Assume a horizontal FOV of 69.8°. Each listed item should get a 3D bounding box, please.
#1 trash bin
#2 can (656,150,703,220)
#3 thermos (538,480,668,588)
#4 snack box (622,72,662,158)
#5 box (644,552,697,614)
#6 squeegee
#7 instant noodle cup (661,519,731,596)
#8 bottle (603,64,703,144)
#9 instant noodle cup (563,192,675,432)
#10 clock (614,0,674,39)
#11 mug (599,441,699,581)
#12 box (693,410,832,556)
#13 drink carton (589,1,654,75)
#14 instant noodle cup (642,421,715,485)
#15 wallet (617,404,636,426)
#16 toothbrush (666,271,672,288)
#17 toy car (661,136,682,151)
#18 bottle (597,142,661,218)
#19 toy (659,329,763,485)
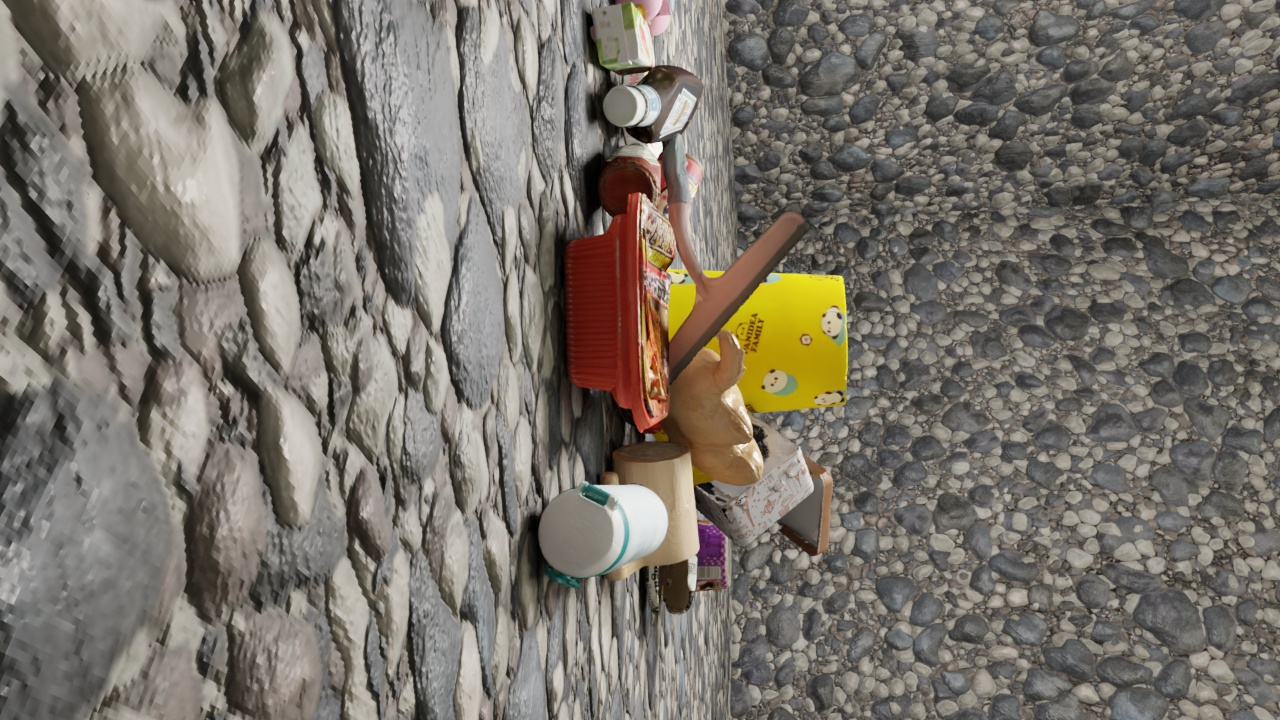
[{"bbox_3d":[0.159,-0.026,1.306,0.229,0.255,0.229,-1,89,-81],"label":"trash bin"},{"bbox_3d":[0.021,-0.156,0.984,0.053,0.053,0.132,68,41,-66],"label":"can"},{"bbox_3d":[-0.027,0.132,0.713,0.224,0.073,0.073,39,51,-78],"label":"thermos"},{"bbox_3d":[0.003,-0.266,1.080,0.157,0.027,0.084,73,18,-62],"label":"snack box"},{"bbox_3d":[0.022,0.223,1.109,0.075,0.080,0.163,149,-57,-64],"label":"box"},{"bbox_3d":[0.043,-0.134,0.866,0.248,0.040,0.249,-51,-143,42],"label":"squeegee"},{"bbox_3d":[0.069,0.255,1.203,0.111,0.099,0.111,-1,89,-83],"label":"instant noodle cup"},{"bbox_3d":[0.012,-0.259,0.929,0.080,0.044,0.194,-63,171,23],"label":"bottle"},{"bbox_3d":[-0.014,-0.037,0.768,0.164,0.079,0.189,-1,88,-81],"label":"instant noodle cup"},{"bbox_3d":[0.004,-0.418,1.001,0.117,0.060,0.158,-24,111,-82],"label":"clock"},{"bbox_3d":[0.002,0.144,0.895,0.124,0.084,0.103,-18,107,-53],"label":"mug"},{"bbox_3d":[0.145,0.172,1.209,0.183,0.156,0.192,36,-25,53],"label":"box"},{"bbox_3d":[-0.017,-0.308,0.889,0.122,0.045,0.053,-59,142,-75],"label":"drink carton"},{"bbox_3d":[0.068,0.075,1.093,0.116,0.116,0.124,-77,148,-58],"label":"instant noodle cup"},{"bbox_3d":[-0.006,0.006,0.977,0.090,0.033,0.115,65,22,-67],"label":"wallet"},{"bbox_3d":[0.016,-0.050,1.139,0.212,0.026,0.027,-77,173,-55],"label":"toothbrush"},{"bbox_3d":[0.026,-0.293,1.157,0.106,0.049,0.031,69,23,-62],"label":"toy car"},{"bbox_3d":[-0.008,-0.185,0.906,0.205,0.060,0.060,-85,171,-69],"label":"bottle"},{"bbox_3d":[0.064,0.037,0.912,0.082,0.143,0.226,-45,149,-20],"label":"toy"}]
